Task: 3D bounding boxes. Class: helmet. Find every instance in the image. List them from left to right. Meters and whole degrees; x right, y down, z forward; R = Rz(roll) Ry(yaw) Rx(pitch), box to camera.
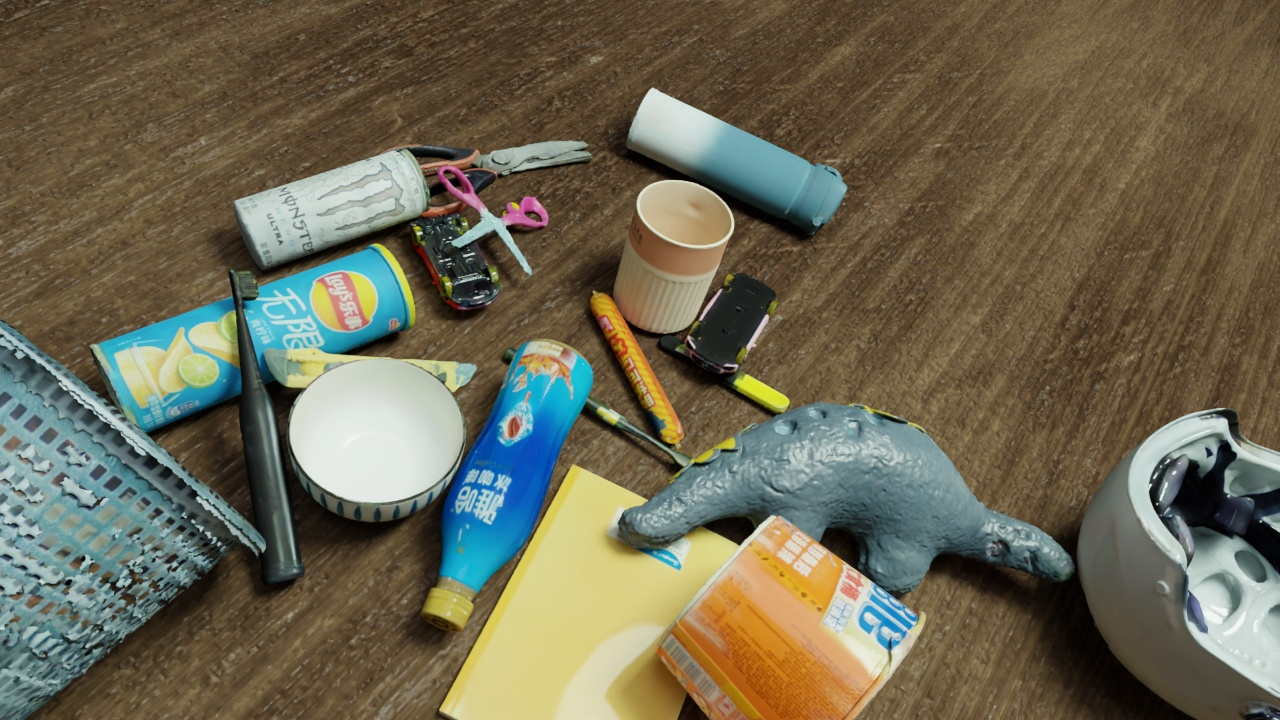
[{"bbox_3d":[0.441,0.181,0.696,0.258,0.146,0.228,37,54,0],"label":"helmet"}]

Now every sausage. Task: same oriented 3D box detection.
[{"bbox_3d":[-0.005,0.004,0.765,0.021,0.022,0.165,-15,61,-26],"label":"sausage"}]

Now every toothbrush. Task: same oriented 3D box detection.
[{"bbox_3d":[-0.253,0.041,0.612,0.027,0.026,0.212,-5,79,-37],"label":"toothbrush"},{"bbox_3d":[-0.032,0.042,0.736,0.186,0.017,0.012,31,55,9],"label":"toothbrush"}]

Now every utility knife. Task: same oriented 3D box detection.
[{"bbox_3d":[-0.196,0.008,0.682,0.162,0.018,0.031,4,87,-43],"label":"utility knife"}]

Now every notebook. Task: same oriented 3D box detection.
[{"bbox_3d":[-0.025,0.182,0.638,0.146,0.010,0.205,26,52,2],"label":"notebook"}]

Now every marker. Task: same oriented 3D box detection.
[{"bbox_3d":[0.070,0.011,0.789,0.124,0.015,0.018,29,46,8],"label":"marker"}]

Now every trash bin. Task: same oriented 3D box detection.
[{"bbox_3d":[-0.356,0.102,0.486,0.226,0.227,0.194,35,66,9],"label":"trash bin"}]

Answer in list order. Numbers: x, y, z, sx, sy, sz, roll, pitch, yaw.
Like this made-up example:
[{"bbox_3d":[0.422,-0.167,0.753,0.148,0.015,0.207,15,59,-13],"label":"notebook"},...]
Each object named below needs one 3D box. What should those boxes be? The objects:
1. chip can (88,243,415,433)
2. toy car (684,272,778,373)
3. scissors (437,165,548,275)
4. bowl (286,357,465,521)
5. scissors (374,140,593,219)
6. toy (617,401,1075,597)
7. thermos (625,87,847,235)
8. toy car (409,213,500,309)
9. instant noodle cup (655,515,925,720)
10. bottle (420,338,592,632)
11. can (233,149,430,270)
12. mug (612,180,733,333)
[{"bbox_3d":[-0.274,-0.019,0.668,0.209,0.071,0.071,-26,66,-30],"label":"chip can"},{"bbox_3d":[0.079,-0.031,0.805,0.056,0.037,0.122,29,49,8],"label":"toy car"},{"bbox_3d":[-0.131,-0.126,0.799,0.135,0.017,0.133,43,36,1],"label":"scissors"},{"bbox_3d":[-0.184,0.063,0.640,0.116,0.066,0.116,9,53,-12],"label":"bowl"},{"bbox_3d":[-0.140,-0.172,0.856,0.206,0.015,0.193,16,51,-5],"label":"scissors"},{"bbox_3d":[0.162,0.102,0.704,0.356,0.092,0.137,10,62,-8],"label":"toy"},{"bbox_3d":[0.096,-0.197,0.914,0.220,0.070,0.070,25,52,1],"label":"thermos"},{"bbox_3d":[-0.156,-0.081,0.773,0.049,0.031,0.106,-19,58,-27],"label":"toy car"},{"bbox_3d":[0.089,0.179,0.587,0.111,0.152,0.151,41,54,16],"label":"instant noodle cup"},{"bbox_3d":[-0.095,0.084,0.649,0.065,0.065,0.218,21,56,-2],"label":"bottle"},{"bbox_3d":[-0.250,-0.125,0.750,0.146,0.058,0.058,-24,65,-23],"label":"can"},{"bbox_3d":[0.030,-0.096,0.791,0.081,0.106,0.114,25,47,5],"label":"mug"}]
